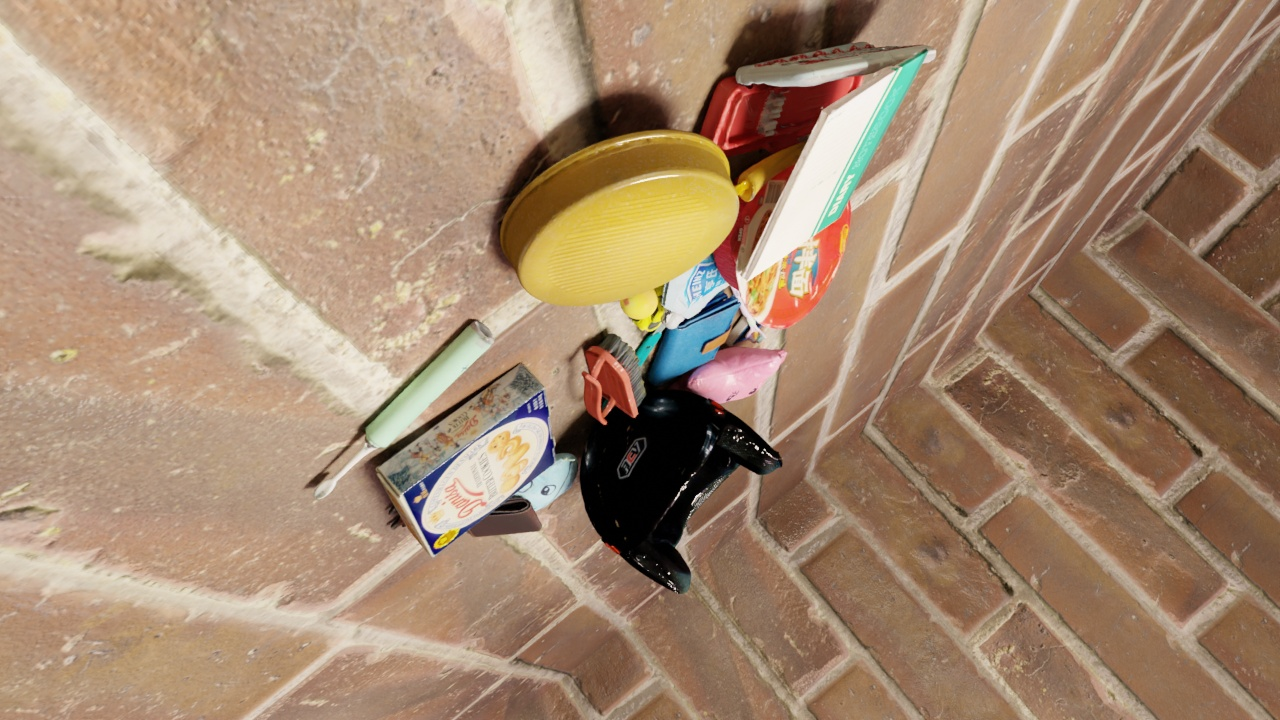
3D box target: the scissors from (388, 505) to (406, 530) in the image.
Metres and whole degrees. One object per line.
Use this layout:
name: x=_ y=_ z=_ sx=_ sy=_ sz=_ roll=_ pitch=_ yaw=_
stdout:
scissors: x=-0.197 y=0.141 z=1.075 sx=0.192 sy=0.015 sz=0.207 roll=-45 pitch=160 yaw=7

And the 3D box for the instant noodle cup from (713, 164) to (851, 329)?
instant noodle cup: x=0.139 y=-0.134 z=0.952 sx=0.193 sy=0.066 sz=0.194 roll=-23 pitch=124 yaw=-41

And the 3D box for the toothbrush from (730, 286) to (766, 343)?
toothbrush: x=0.136 y=-0.068 z=1.200 sx=0.029 sy=0.021 sz=0.189 roll=-5 pitch=156 yaw=16

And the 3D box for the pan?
pan: x=0.052 y=-0.141 z=0.784 sx=0.356 sy=0.078 sz=0.198 roll=-13 pitch=158 yaw=-20

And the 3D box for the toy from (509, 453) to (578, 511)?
toy: x=-0.128 y=0.162 z=1.194 sx=0.157 sy=0.050 sz=0.161 roll=-43 pitch=160 yaw=27

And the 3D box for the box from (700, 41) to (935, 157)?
box: x=0.153 y=-0.244 z=0.816 sx=0.200 sy=0.073 sz=0.155 roll=-24 pitch=176 yaw=-38

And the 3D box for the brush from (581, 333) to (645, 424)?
brush: x=-0.036 y=0.025 z=1.049 sx=0.069 sy=0.063 sz=0.146 roll=-50 pitch=162 yaw=-16

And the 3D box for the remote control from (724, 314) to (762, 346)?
remote control: x=0.165 y=-0.067 z=1.281 sx=0.048 sy=0.024 sz=0.125 roll=-21 pitch=156 yaw=-43

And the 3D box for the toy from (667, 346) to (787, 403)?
toy: x=0.125 y=0.020 z=1.289 sx=0.194 sy=0.074 sz=0.179 roll=-14 pitch=172 yaw=-45

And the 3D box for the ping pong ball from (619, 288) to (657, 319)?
ping pong ball: x=-0.002 y=-0.063 z=0.957 sx=0.040 sy=0.040 sz=0.040 roll=-35 pitch=160 yaw=-15

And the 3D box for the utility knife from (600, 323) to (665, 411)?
utility knife: x=-0.007 y=0.007 z=1.138 sx=0.029 sy=0.013 sz=0.180 roll=-21 pitch=153 yaw=-47

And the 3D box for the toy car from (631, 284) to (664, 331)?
toy car: x=0.024 y=-0.071 z=1.003 sx=0.048 sy=0.032 sz=0.105 roll=-26 pitch=154 yaw=-36

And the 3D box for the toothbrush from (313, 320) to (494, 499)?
toothbrush: x=-0.216 y=0.049 z=0.823 sx=0.224 sy=0.026 sz=0.027 roll=-44 pitch=-178 yaw=8

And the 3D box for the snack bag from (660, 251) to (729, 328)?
snack bag: x=0.088 y=-0.109 z=0.992 sx=0.190 sy=0.039 sz=0.111 roll=-34 pitch=153 yaw=-35

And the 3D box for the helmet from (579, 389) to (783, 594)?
helmet: x=0.030 y=0.149 z=1.192 sx=0.233 sy=0.230 sz=0.274 roll=-54 pitch=162 yaw=-4

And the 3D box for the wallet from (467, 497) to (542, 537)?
wallet: x=-0.180 y=0.204 z=1.174 sx=0.096 sy=0.020 sz=0.122 roll=-5 pitch=156 yaw=-1

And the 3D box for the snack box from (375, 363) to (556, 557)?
snack box: x=-0.175 y=0.110 z=0.973 sx=0.182 sy=0.046 sz=0.178 roll=-38 pitch=157 yaw=-20

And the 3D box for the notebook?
notebook: x=0.171 y=-0.171 z=0.826 sx=0.150 sy=0.012 sz=0.210 roll=-35 pitch=161 yaw=-30

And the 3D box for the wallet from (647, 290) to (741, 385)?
wallet: x=0.067 y=-0.026 z=1.175 sx=0.106 sy=0.040 sz=0.133 roll=-25 pitch=157 yaw=-27
